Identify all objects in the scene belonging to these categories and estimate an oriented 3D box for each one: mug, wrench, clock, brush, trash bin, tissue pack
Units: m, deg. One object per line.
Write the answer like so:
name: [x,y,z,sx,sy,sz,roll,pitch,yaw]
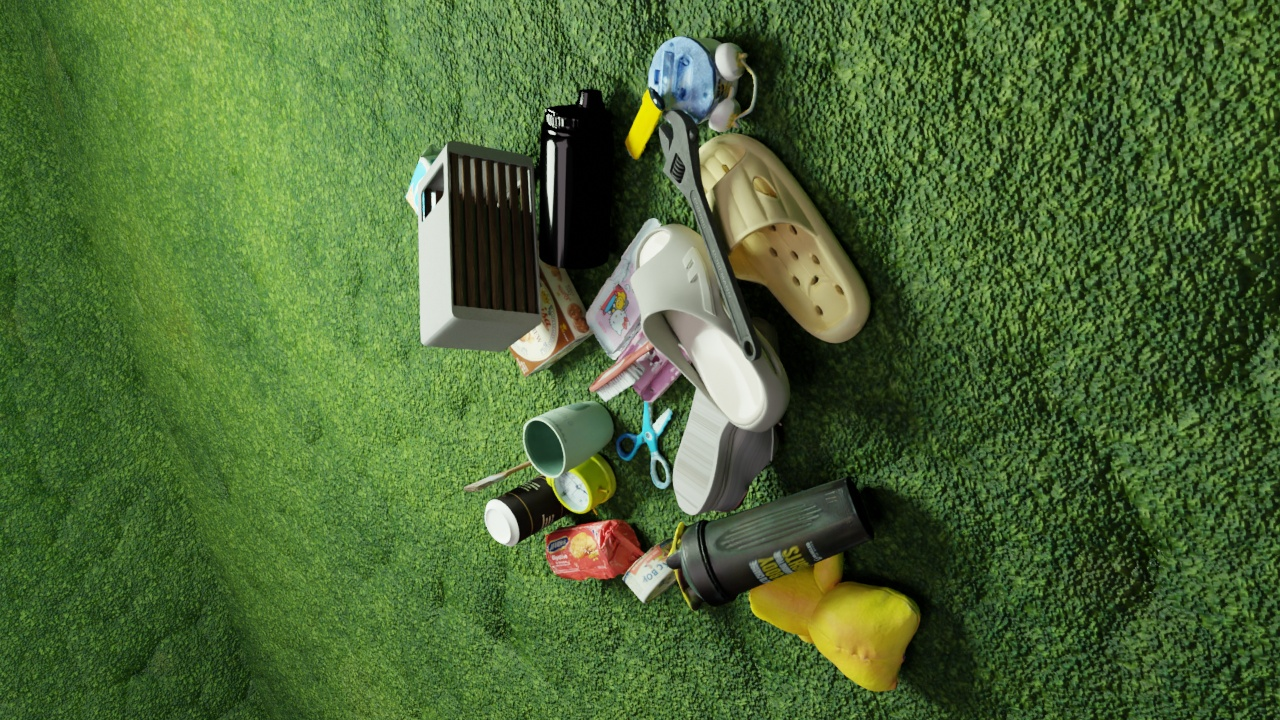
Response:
mug: [-0.104,0.096,1.239,0.111,0.103,0.084,15,118,39]
wrench: [0.070,-0.128,0.924,0.073,0.018,0.273,-38,68,63]
clock: [0.066,-0.284,0.941,0.125,0.051,0.089,27,124,34]
brush: [-0.007,0.006,1.102,0.030,0.040,0.173,45,141,-7]
trash bin: [-0.206,-0.139,1.159,0.115,0.114,0.228,-28,63,55]
tissue pack: [-0.272,-0.223,1.294,0.144,0.061,0.093,52,135,14]
clock: [-0.090,0.162,1.289,0.119,0.056,0.083,37,132,20]
brush: [-0.182,0.158,1.315,0.045,0.142,0.008,-14,96,55]

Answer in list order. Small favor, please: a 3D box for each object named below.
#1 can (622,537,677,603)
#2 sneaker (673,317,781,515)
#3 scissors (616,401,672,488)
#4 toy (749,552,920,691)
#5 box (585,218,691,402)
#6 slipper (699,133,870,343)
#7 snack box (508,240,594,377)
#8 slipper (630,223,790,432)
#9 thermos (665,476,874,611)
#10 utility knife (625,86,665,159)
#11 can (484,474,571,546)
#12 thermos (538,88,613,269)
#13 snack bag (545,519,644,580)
can: [0.022,0.276,1.209,0.043,0.086,0.086,46,134,20]
sneaker: [0.117,0.068,1.039,0.099,0.089,0.236,37,111,51]
scissors: [0.003,0.098,1.203,0.118,0.013,0.140,18,122,40]
toy: [0.209,0.277,1.027,0.194,0.087,0.135,28,122,34]
box: [0.015,-0.056,1.106,0.152,0.037,0.202,54,136,16]
slipper: [0.129,-0.124,0.934,0.261,0.079,0.112,52,132,13]
snack box: [-0.142,-0.069,1.248,0.147,0.041,0.143,-32,83,47]
slipper: [0.053,-0.036,0.969,0.265,0.080,0.113,60,137,23]
thermos: [0.137,0.197,1.001,0.221,0.098,0.098,-25,89,19]
utility knife: [0.002,-0.254,0.997,0.030,0.017,0.159,65,163,4]
can: [-0.157,0.212,1.325,0.072,0.128,0.072,20,121,38]
thermos: [-0.076,-0.216,1.086,0.086,0.085,0.199,25,124,35]
snack bag: [-0.072,0.273,1.308,0.177,0.082,0.082,-20,93,48]
